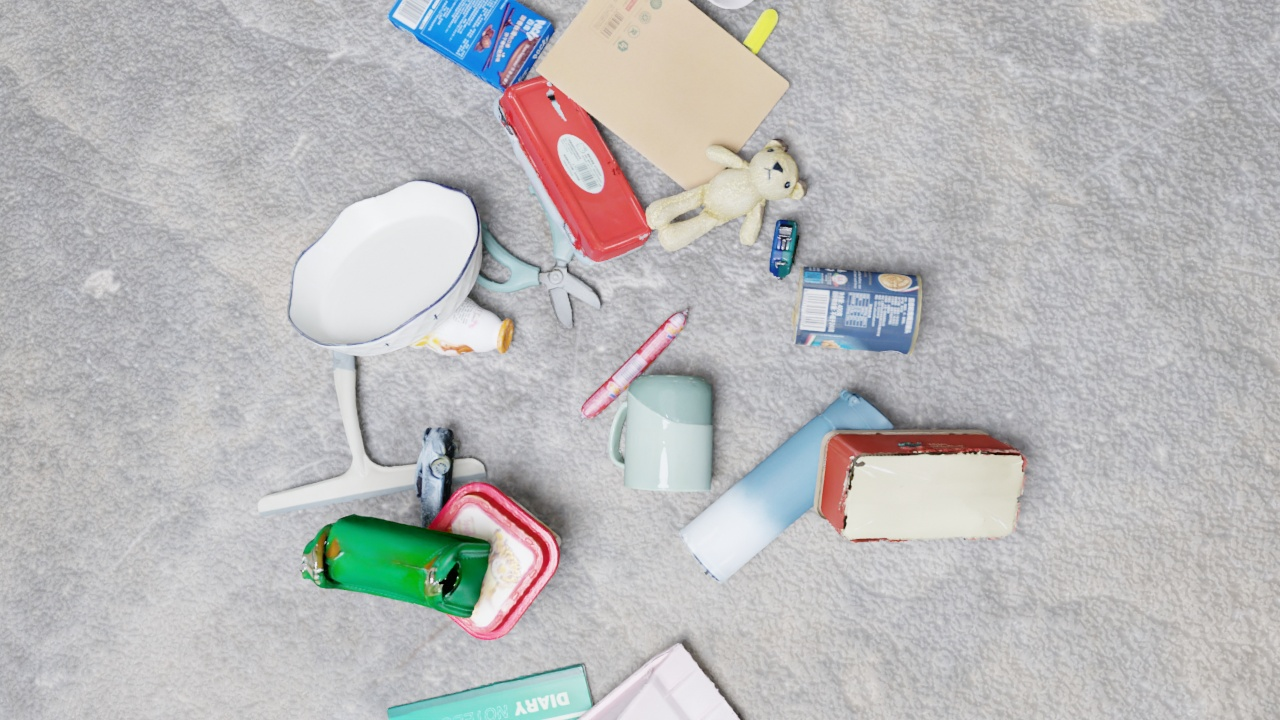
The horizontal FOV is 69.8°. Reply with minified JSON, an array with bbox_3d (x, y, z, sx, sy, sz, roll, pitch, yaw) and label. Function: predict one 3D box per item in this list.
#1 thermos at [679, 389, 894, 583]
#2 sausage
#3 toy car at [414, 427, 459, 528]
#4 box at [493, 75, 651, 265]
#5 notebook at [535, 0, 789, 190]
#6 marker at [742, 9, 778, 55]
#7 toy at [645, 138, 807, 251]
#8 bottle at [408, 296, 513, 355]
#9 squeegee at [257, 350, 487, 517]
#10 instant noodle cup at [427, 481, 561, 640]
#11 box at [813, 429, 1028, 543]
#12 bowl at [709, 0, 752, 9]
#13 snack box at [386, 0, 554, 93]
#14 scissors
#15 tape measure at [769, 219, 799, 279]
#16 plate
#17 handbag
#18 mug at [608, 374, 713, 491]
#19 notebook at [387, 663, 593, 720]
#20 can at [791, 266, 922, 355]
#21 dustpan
[{"bbox_3d":[0.139,0.117,0.861,0.220,0.070,0.070,-40,82,3],"label":"thermos"},{"bbox_3d":[-0.005,0.005,0.909,0.156,0.020,0.020,-45,82,3],"label":"sausage"},{"bbox_3d":[-0.201,0.125,0.897,0.037,0.054,0.121,4,103,-3],"label":"toy car"},{"bbox_3d":[-0.070,-0.188,0.909,0.087,0.049,0.201,-26,82,-26],"label":"box"},{"bbox_3d":[0.023,-0.280,0.907,0.207,0.008,0.148,38,93,-5],"label":"notebook"},{"bbox_3d":[0.099,-0.296,0.920,0.018,0.015,0.124,33,94,1],"label":"marker"},{"bbox_3d":[0.081,-0.158,0.885,0.157,0.066,0.105,-26,89,-2],"label":"toy"},{"bbox_3d":[-0.183,-0.035,0.913,0.108,0.063,0.063,12,87,9],"label":"bottle"},{"bbox_3d":[-0.298,0.020,0.937,0.246,0.039,0.246,-10,84,6],"label":"squeegee"},{"bbox_3d":[-0.135,0.182,0.861,0.116,0.124,0.116,37,91,9],"label":"instant noodle cup"},{"bbox_3d":[0.248,0.114,0.806,0.168,0.079,0.091,1,104,-12],"label":"box"},{"bbox_3d":[0.070,-0.407,0.899,0.065,0.118,0.118,23,89,48],"label":"bowl"},{"bbox_3d":[-0.176,-0.349,0.952,0.157,0.026,0.084,33,91,8],"label":"snack box"},{"bbox_3d":[-0.118,-0.106,0.933,0.178,0.019,0.174,-12,85,6],"label":"scissors"},{"bbox_3d":[0.139,-0.108,0.880,0.025,0.058,0.054,10,83,8],"label":"tape measure"},{"bbox_3d":[-0.242,-0.087,0.891,0.205,0.045,0.204,-11,51,14],"label":"plate"},{"bbox_3d":[-0.196,0.169,0.747,0.131,0.120,0.068,10,82,11],"label":"handbag"},{"bbox_3d":[0.016,0.069,0.878,0.112,0.082,0.106,-2,85,39],"label":"mug"},{"bbox_3d":[-0.137,0.395,0.904,0.209,0.012,0.150,-15,84,7],"label":"notebook"},{"bbox_3d":[0.199,-0.047,0.858,0.111,0.075,0.075,6,87,8],"label":"can"},{"bbox_3d":[-0.012,0.432,0.874,0.272,0.139,0.222,-35,89,-24],"label":"dustpan"}]
